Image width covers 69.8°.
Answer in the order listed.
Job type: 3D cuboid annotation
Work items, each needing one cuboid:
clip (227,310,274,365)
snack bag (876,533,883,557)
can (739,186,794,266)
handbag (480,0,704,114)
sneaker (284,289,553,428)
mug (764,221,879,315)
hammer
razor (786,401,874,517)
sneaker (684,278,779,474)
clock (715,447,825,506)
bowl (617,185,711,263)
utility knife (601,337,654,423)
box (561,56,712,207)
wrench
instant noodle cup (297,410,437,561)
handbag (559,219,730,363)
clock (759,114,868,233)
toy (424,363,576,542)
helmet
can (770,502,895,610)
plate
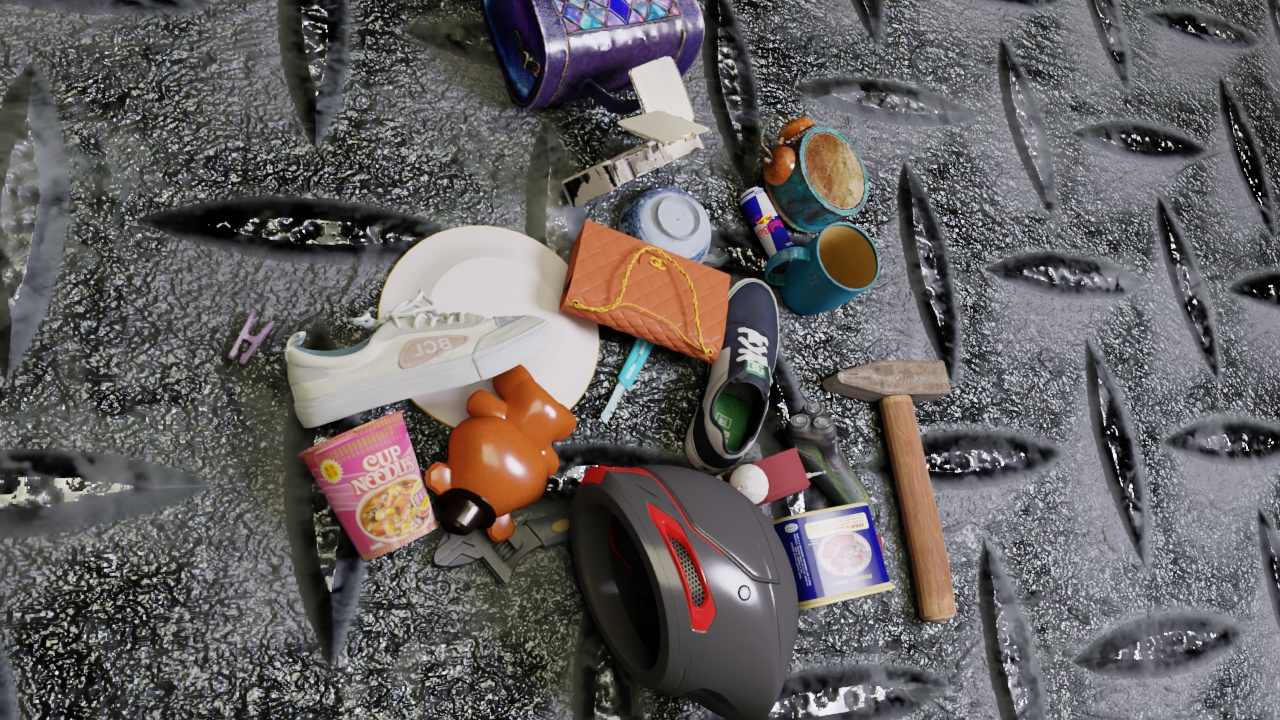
[{"bbox_3d":[-0.356,-0.019,0.839,0.035,0.013,0.051,24,66,-12],"label":"clip"},{"bbox_3d":[0.197,0.211,0.993,0.157,0.013,0.057,7,68,-21],"label":"snack bag"},{"bbox_3d":[0.152,-0.160,1.096,0.032,0.032,0.095,-24,82,-28],"label":"can"},{"bbox_3d":[-0.054,-0.377,1.032,0.204,0.126,0.222,-20,78,-28],"label":"handbag"},{"bbox_3d":[-0.201,-0.017,0.835,0.242,0.089,0.091,-17,99,-12],"label":"sneaker"},{"bbox_3d":[0.198,-0.101,1.054,0.112,0.104,0.084,9,68,-18],"label":"mug"},{"bbox_3d":[0.307,0.145,1.050,0.157,0.037,0.300,0,71,-23],"label":"hammer"},{"bbox_3d":[0.213,0.116,1.006,0.053,0.067,0.151,-37,97,-26],"label":"razor"},{"bbox_3d":[0.114,0.006,0.994,0.084,0.079,0.234,23,64,-13],"label":"sneaker"},{"bbox_3d":[0.122,0.127,0.950,0.124,0.087,0.044,-15,79,-31],"label":"clock"},{"bbox_3d":[0.035,-0.153,1.036,0.114,0.045,0.114,8,69,-21],"label":"bowl"},{"bbox_3d":[-0.006,0.006,0.978,0.022,0.015,0.151,30,63,-9],"label":"utility knife"},{"bbox_3d":[0.004,-0.251,0.959,0.143,0.193,0.106,-33,104,-35],"label":"box"},{"bbox_3d":[-0.069,0.159,0.893,0.272,0.022,0.073,-13,70,-26],"label":"wrench"},{"bbox_3d":[-0.232,0.112,0.804,0.097,0.098,0.108,-24,90,-28],"label":"instant noodle cup"},{"bbox_3d":[0.009,-0.072,0.971,0.172,0.060,0.108,19,53,-14],"label":"handbag"},{"bbox_3d":[0.198,-0.229,1.114,0.157,0.073,0.121,40,57,-19],"label":"clock"},{"bbox_3d":[-0.127,0.086,0.850,0.112,0.096,0.175,47,42,-19],"label":"toy"},{"bbox_3d":[0.055,0.206,0.847,0.169,0.165,0.264,-14,82,-34],"label":"helmet"},{"bbox_3d":[0.197,0.203,0.955,0.116,0.057,0.092,-5,73,-25],"label":"can"},{"bbox_3d":[-0.148,-0.036,0.929,0.229,0.021,0.229,8,69,-21],"label":"plate"}]
